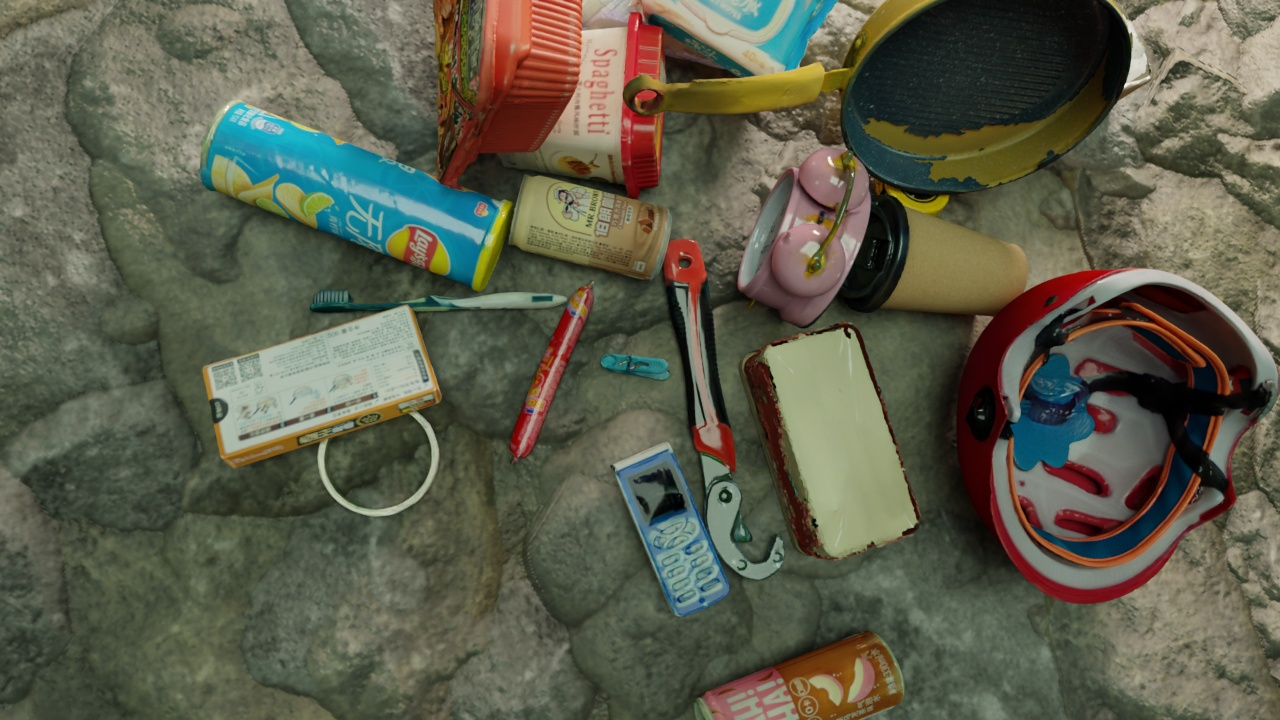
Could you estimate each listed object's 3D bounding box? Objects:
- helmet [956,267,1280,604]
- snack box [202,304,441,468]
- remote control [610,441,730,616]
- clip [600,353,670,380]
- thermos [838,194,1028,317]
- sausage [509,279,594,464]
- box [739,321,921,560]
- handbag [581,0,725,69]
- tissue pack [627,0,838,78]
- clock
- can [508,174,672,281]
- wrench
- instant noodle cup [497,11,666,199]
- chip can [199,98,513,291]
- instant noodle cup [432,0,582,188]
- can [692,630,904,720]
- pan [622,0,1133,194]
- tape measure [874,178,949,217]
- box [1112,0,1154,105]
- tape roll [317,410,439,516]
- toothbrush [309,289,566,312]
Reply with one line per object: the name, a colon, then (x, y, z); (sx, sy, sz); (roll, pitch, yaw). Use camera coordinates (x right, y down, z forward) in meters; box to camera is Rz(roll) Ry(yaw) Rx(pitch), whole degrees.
helmet: (0.329, 0.046, 0.695); (0.207, 0.144, 0.240); (18, 99, -12)
snack box: (-0.228, 0.017, 0.660); (0.153, 0.026, 0.075); (-18, 68, -11)
remote control: (0.023, 0.128, 0.693); (0.049, 0.024, 0.125); (-22, 87, -11)
clip: (-0.004, 0.004, 0.709); (0.054, 0.033, 0.013); (7, 78, 6)
thermos: (0.226, -0.076, 0.726); (0.143, 0.093, 0.093); (9, 80, -16)
sausage: (-0.068, 0.007, 0.700); (0.020, 0.020, 0.155); (23, 79, -5)
box: (0.143, 0.061, 0.695); (0.091, 0.076, 0.168); (-16, 84, -11)
handbag: (0.038, -0.309, 0.735); (0.194, 0.075, 0.134); (12, 85, -5)
tissue pack: (0.068, -0.267, 0.669); (0.140, 0.063, 0.090); (27, 100, -10)
clock: (0.123, -0.091, 0.673); (0.060, 0.159, 0.117); (22, 78, -8)
can: (-0.038, -0.101, 0.700); (0.116, 0.058, 0.058); (13, 80, -7)
wrench: (0.057, 0.037, 0.716); (0.056, 0.016, 0.273); (-12, 84, -10)
instant noodle cup: (-0.046, -0.191, 0.692); (0.124, 0.117, 0.116); (4, 81, 4)
chip can: (-0.203, -0.120, 0.671); (0.210, 0.071, 0.071); (21, 79, -5)
instant noodle cup: (-0.089, -0.207, 0.584); (0.079, 0.189, 0.164); (4, 80, -20)
can: (0.116, 0.249, 0.672); (0.147, 0.058, 0.058); (-17, 85, -11)
pan: (0.164, -0.191, 0.645); (0.357, 0.198, 0.078); (4, 57, -7)
tape measure: (0.224, -0.139, 0.758); (0.060, 0.029, 0.057); (2, 64, -8)
box: (0.333, -0.237, 0.778); (0.184, 0.060, 0.089); (-19, 84, -9)
tape roll: (-0.192, 0.071, 0.674); (0.085, 0.014, 0.085); (1, 81, -8)
toothbrush: (-0.152, -0.046, 0.697); (0.191, 0.016, 0.018); (-2, 71, -9)
